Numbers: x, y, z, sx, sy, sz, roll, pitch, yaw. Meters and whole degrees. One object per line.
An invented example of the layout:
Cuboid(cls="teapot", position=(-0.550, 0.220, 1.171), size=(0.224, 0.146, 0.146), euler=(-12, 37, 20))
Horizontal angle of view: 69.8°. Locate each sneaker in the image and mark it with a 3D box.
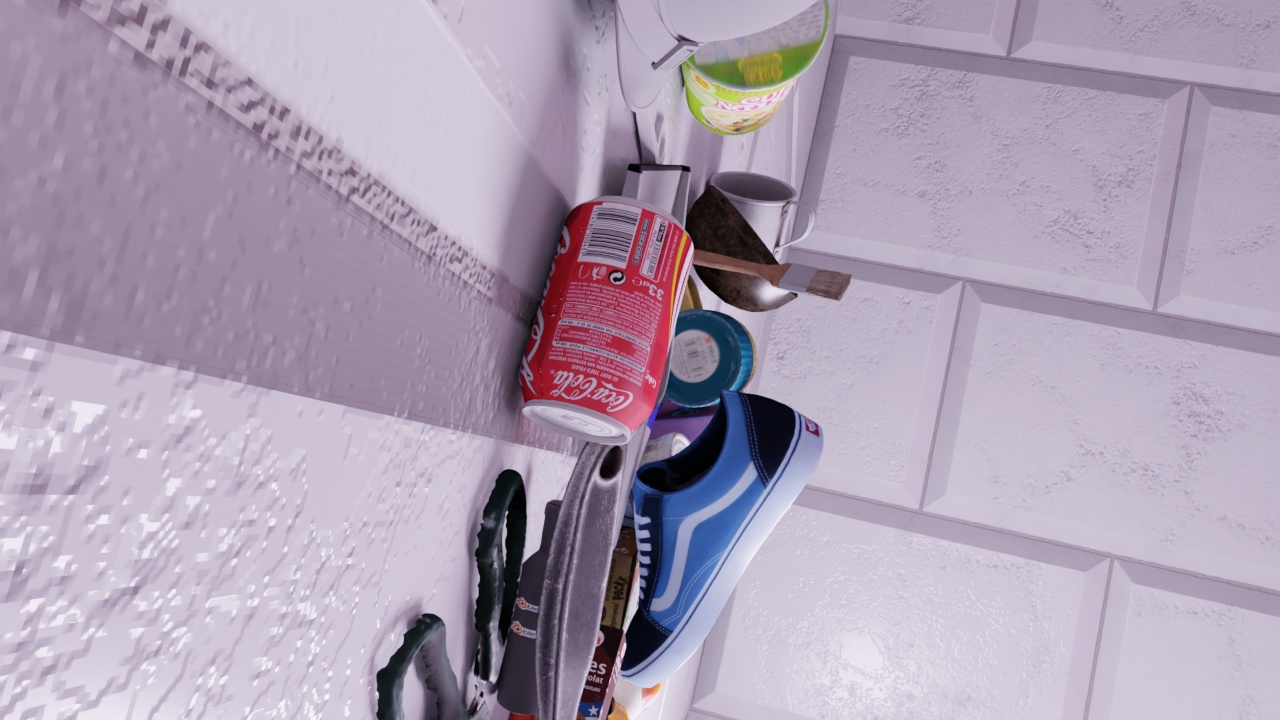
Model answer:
Cuboid(cls="sneaker", position=(0.023, 0.120, 0.642), size=(0.242, 0.098, 0.083), euler=(-60, -167, 20))

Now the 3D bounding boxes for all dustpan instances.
Cuboid(cls="dustpan", position=(-0.004, 0.003, 0.599), size=(0.163, 0.033, 0.258), euler=(-43, 148, -73))

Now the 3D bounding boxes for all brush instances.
Cuboid(cls="brush", position=(0.082, -0.069, 0.682), size=(0.045, 0.143, 0.008), euler=(-45, 145, -56))

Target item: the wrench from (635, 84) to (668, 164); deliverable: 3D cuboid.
Cuboid(cls="wrench", position=(0.002, -0.185, 0.476), size=(0.273, 0.018, 0.086), euler=(72, 30, -73))

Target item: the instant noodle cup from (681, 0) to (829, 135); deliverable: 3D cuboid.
Cuboid(cls="instant noodle cup", position=(0.068, -0.204, 0.615), size=(0.108, 0.099, 0.099), euler=(85, 18, -81))

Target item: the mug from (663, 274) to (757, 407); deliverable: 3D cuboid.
Cuboid(cls="mug", position=(0.047, -0.017, 0.772), size=(0.107, 0.083, 0.113), euler=(-5, 78, -76))

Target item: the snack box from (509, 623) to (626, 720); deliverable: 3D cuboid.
Cuboid(cls="snack box", position=(-0.053, 0.227, 0.546), size=(0.032, 0.051, 0.140), euler=(86, 19, -56))

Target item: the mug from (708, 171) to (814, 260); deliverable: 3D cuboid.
Cuboid(cls="mug", position=(0.113, -0.131, 0.876), size=(0.084, 0.113, 0.071), euler=(-22, 131, -42))

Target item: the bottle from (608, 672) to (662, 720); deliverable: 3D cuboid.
Cuboid(cls="bottle", position=(-0.014, 0.269, 0.773), size=(0.108, 0.063, 0.063), euler=(-52, 152, -67))

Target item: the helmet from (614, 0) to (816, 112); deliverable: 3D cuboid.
Cuboid(cls="helmet", position=(0.062, -0.211, 0.367), size=(0.272, 0.118, 0.183), euler=(90, 14, -59))

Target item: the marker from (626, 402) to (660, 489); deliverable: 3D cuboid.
Cuboid(cls="marker", position=(-0.014, 0.085, 0.684), size=(0.020, 0.020, 0.141), euler=(88, 18, -53))

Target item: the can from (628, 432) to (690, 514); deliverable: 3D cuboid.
Cuboid(cls="can", position=(0.022, 0.102, 0.728), size=(0.086, 0.043, 0.086), euler=(-18, 90, -72))

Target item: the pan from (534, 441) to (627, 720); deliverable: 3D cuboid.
Cuboid(cls="pan", position=(-0.046, 0.211, 0.440), size=(0.187, 0.055, 0.357), euler=(14, 93, -57))

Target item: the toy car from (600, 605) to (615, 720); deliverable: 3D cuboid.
Cuboid(cls="toy car", position=(-0.044, 0.206, 0.623), size=(0.048, 0.040, 0.112), euler=(27, 58, -79))

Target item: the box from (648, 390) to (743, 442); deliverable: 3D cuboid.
Cuboid(cls="box", position=(0.090, 0.060, 0.857), size=(0.214, 0.150, 0.049), euler=(-22, 127, -78))

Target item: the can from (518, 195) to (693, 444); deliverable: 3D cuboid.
Cuboid(cls="can", position=(-0.016, -0.018, 0.430), size=(0.064, 0.064, 0.104), euler=(73, 31, -69))

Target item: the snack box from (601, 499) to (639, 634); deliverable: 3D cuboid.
Cuboid(cls="snack box", position=(-0.008, 0.170, 0.774), size=(0.185, 0.032, 0.101), euler=(-43, 144, -72))

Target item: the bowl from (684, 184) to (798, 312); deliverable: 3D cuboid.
Cuboid(cls="bowl", position=(0.077, -0.086, 0.793), size=(0.056, 0.121, 0.121), euler=(-38, 180, 15))

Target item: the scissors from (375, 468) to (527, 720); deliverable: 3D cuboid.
Cuboid(cls="scissors", position=(-0.074, 0.143, 0.443), size=(0.210, 0.015, 0.146), euler=(89, 15, -49))

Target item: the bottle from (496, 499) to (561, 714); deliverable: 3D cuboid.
Cuboid(cls="bottle", position=(-0.053, 0.130, 0.492), size=(0.030, 0.030, 0.113), euler=(-24, 125, -77))
